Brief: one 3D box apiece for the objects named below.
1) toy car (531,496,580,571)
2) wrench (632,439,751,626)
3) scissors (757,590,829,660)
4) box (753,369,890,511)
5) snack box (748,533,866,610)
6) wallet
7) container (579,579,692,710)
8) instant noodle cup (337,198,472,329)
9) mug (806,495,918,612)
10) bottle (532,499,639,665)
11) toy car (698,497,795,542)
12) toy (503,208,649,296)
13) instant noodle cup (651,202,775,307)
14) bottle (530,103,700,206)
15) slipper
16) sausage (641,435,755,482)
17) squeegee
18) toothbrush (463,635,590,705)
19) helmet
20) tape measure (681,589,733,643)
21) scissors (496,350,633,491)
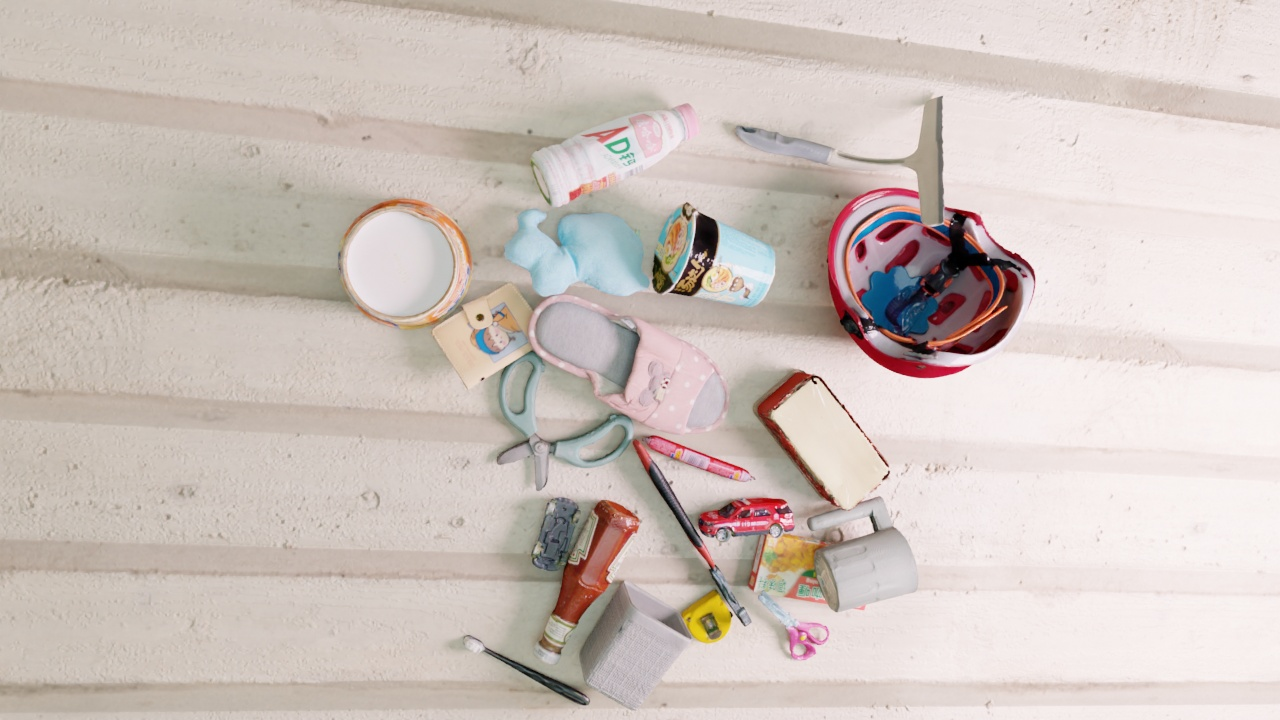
[{"bbox_3d":[-0.103,0.209,1.108,0.043,0.034,0.090,17,91,-9],"label":"toy car"},{"bbox_3d":[0.062,0.213,1.134,0.016,0.056,0.273,-32,97,-9],"label":"wrench"},{"bbox_3d":[0.194,0.333,1.175,0.063,0.017,0.135,-39,113,2],"label":"scissors"},{"bbox_3d":[0.226,0.101,1.134,0.091,0.079,0.168,-40,101,-5],"label":"box"},{"bbox_3d":[0.222,0.269,1.179,0.155,0.027,0.077,12,93,-12],"label":"snack box"},{"bbox_3d":[-0.176,-0.032,1.067,0.115,0.024,0.087,-33,93,-13],"label":"wallet"},{"bbox_3d":[-0.011,0.347,1.114,0.090,0.090,0.114,34,92,-12],"label":"container"},{"bbox_3d":[-0.260,-0.105,1.004,0.151,0.111,0.151,-1,96,-11],"label":"instant noodle cup"},{"bbox_3d":[0.271,0.240,1.138,0.103,0.084,0.124,-14,71,-8],"label":"mug"},{"bbox_3d":[-0.069,0.270,1.109,0.059,0.060,0.206,27,91,-12],"label":"bottle"},{"bbox_3d":[0.131,0.197,1.143,0.120,0.053,0.045,-5,95,-13],"label":"toy car"},{"bbox_3d":[-0.066,-0.126,1.064,0.156,0.050,0.161,-42,90,-22],"label":"toy"},{"bbox_3d":[0.090,-0.115,1.076,0.120,0.111,0.111,15,93,-19],"label":"instant noodle cup"},{"bbox_3d":[-0.026,-0.243,1.057,0.196,0.068,0.068,-25,100,-10],"label":"bottle"},{"bbox_3d":[-0.006,0.006,1.084,0.274,0.054,0.114,28,87,-18],"label":"slipper"},{"bbox_3d":[0.073,0.124,1.139,0.156,0.020,0.020,22,92,-12],"label":"sausage"},{"bbox_3d":[0.234,-0.248,1.097,0.247,0.039,0.245,9,50,7],"label":"squeegee"},{"bbox_3d":[-0.139,0.385,1.131,0.181,0.018,0.015,32,87,-14],"label":"toothbrush"},{"bbox_3d":[0.325,-0.081,1.103,0.206,0.144,0.240,-43,77,-13],"label":"helmet"},{"bbox_3d":[0.087,0.328,1.160,0.060,0.029,0.057,-32,102,-5],"label":"tape measure"},{"bbox_3d":[-0.097,0.065,1.102,0.173,0.019,0.170,-13,100,-8],"label":"scissors"}]
